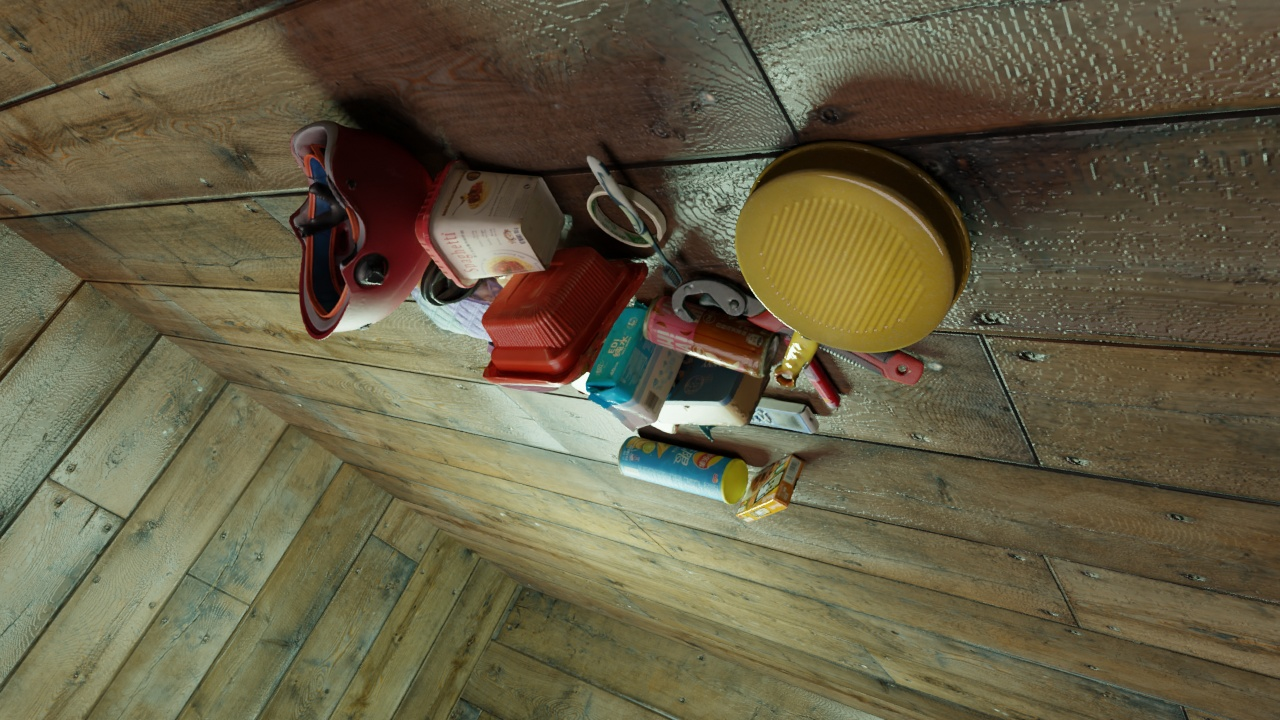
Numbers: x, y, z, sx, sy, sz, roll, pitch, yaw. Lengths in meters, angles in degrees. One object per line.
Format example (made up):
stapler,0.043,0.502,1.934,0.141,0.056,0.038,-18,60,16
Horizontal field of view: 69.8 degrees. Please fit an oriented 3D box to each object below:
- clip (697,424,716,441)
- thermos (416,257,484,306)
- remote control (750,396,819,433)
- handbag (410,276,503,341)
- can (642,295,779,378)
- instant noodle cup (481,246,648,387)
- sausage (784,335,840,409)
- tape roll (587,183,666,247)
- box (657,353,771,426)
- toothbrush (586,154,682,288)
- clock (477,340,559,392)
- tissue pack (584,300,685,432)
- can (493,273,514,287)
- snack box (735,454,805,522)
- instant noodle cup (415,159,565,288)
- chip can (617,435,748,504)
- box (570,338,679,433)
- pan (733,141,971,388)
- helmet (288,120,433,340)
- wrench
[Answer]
clip,0.099,0.097,1.331,0.013,0.033,0.054,41,170,-27
thermos,-0.267,-0.135,1.148,0.143,0.093,0.093,39,162,22
remote control,0.166,0.066,1.184,0.125,0.024,0.049,9,151,40
handbag,-0.209,-0.075,1.243,0.194,0.075,0.134,16,155,30
can,0.080,-0.028,1.039,0.147,0.057,0.058,19,156,20
instant noodle cup,-0.094,-0.059,1.011,0.165,0.188,0.079,-1,137,45
sausage,0.196,0.011,1.043,0.020,0.020,0.156,7,150,41
tape roll,-0.014,-0.149,0.945,0.086,0.013,0.086,23,157,10
box,0.080,0.032,1.129,0.060,0.089,0.185,42,151,-29
toothbrush,-0.004,-0.135,0.919,0.016,0.018,0.191,8,151,39
clock,-0.153,0.004,1.322,0.117,0.060,0.158,12,-168,22
tissue pack,-0.007,0.006,1.108,0.063,0.139,0.090,2,150,45
can,-0.125,-0.088,1.139,0.059,0.058,0.116,0,145,48
snack box,0.191,0.192,1.358,0.026,0.075,0.154,29,157,-4
instant noodle cup,-0.159,-0.148,0.999,0.124,0.116,0.116,3,149,22
chip can,0.066,0.172,1.464,0.211,0.071,0.071,10,151,38
box,-0.016,0.039,1.265,0.168,0.075,0.091,25,157,9
pan,0.169,-0.055,0.847,0.198,0.078,0.358,29,145,10
helmet,-0.307,-0.145,1.042,0.143,0.240,0.207,-5,-157,-34
wrench,0.163,-0.032,0.967,0.273,0.016,0.056,19,118,13
